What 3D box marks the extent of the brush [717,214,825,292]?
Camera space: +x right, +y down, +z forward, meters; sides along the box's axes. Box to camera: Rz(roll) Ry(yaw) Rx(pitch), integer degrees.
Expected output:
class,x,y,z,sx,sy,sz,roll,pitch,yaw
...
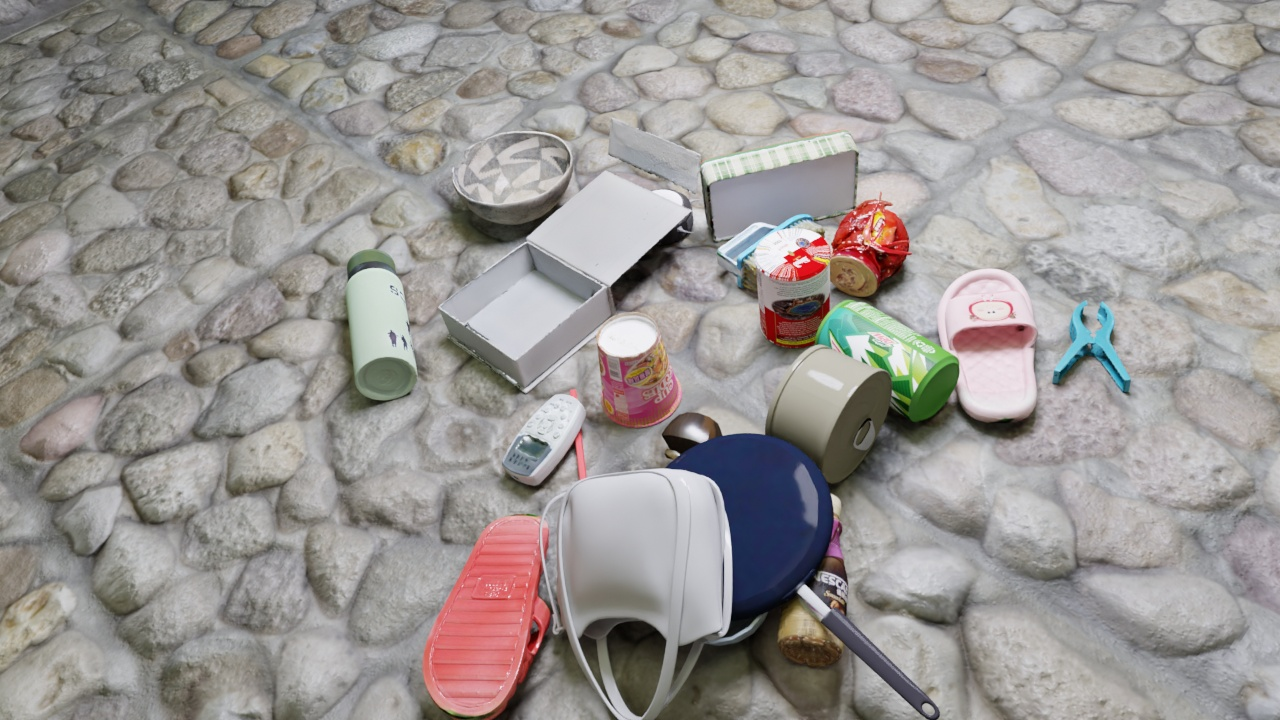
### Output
class,x,y,z,sx,sy,sz,roll,pitch,yaw
brush,0.172,-0.151,1.192,0.135,0.055,0.075,-36,56,-21

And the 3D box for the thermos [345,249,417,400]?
class,x,y,z,sx,sy,sz,roll,pitch,yaw
thermos,-0.346,-0.053,1.201,0.082,0.082,0.231,-18,48,-5

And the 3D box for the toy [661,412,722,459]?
class,x,y,z,sx,sy,sz,roll,pitch,yaw
toy,0.054,0.105,0.989,0.076,0.063,0.099,28,59,-13

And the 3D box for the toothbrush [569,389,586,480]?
class,x,y,z,sx,sy,sz,roll,pitch,yaw
toothbrush,-0.062,0.112,1.033,0.018,0.012,0.212,-12,47,1

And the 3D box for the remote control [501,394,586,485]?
class,x,y,z,sx,sy,sz,roll,pitch,yaw
remote control,-0.107,0.089,1.042,0.060,0.028,0.114,20,63,36

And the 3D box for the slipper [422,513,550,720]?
class,x,y,z,sx,sy,sz,roll,pitch,yaw
slipper,-0.140,0.251,0.893,0.103,0.059,0.248,-5,32,9

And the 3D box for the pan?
class,x,y,z,sx,sy,sz,roll,pitch,yaw
pan,0.131,0.192,0.834,0.198,0.021,0.356,-41,47,-9

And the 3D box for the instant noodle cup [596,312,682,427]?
class,x,y,z,sx,sy,sz,roll,pitch,yaw
instant noodle cup,-0.006,0.006,1.051,0.098,0.109,0.097,-5,48,6

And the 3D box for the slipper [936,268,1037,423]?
class,x,y,z,sx,sy,sz,roll,pitch,yaw
slipper,0.392,-0.022,1.031,0.107,0.056,0.221,0,50,14

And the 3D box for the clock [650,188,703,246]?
class,x,y,z,sx,sy,sz,roll,pitch,yaw
clock,0.022,-0.203,1.278,0.123,0.044,0.091,5,50,16

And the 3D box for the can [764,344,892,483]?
class,x,y,z,sx,sy,sz,roll,pitch,yaw
can,0.195,0.054,0.953,0.073,0.128,0.127,28,59,33

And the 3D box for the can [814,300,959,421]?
class,x,y,z,sx,sy,sz,roll,pitch,yaw
can,0.271,-0.002,1.016,0.083,0.083,0.144,-35,49,-20

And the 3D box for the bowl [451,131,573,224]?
class,x,y,z,sx,sy,sz,roll,pitch,yaw
bowl,-0.180,-0.254,1.341,0.178,0.081,0.178,-6,48,6

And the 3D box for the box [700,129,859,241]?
class,x,y,z,sx,sy,sz,roll,pitch,yaw
box,0.185,-0.232,1.224,0.205,0.118,0.050,-13,52,2

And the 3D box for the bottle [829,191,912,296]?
class,x,y,z,sx,sy,sz,roll,pitch,yaw
bottle,0.287,-0.145,1.136,0.099,0.099,0.111,21,60,27

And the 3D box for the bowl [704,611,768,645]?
class,x,y,z,sx,sy,sz,roll,pitch,yaw
bowl,0.079,0.225,0.875,0.106,0.039,0.106,-14,49,16

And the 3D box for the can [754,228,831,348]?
class,x,y,z,sx,sy,sz,roll,pitch,yaw
can,0.182,-0.085,1.088,0.087,0.116,0.086,-6,48,6

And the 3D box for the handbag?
class,x,y,z,sx,sy,sz,roll,pitch,yaw
handbag,-0.008,0.217,0.846,0.216,0.095,0.222,-11,71,40

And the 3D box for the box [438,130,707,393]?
class,x,y,z,sx,sy,sz,roll,pitch,yaw
box,-0.081,-0.134,1.201,0.166,0.098,0.367,32,68,33

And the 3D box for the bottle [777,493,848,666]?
class,x,y,z,sx,sy,sz,roll,pitch,yaw
bottle,0.168,0.202,0.871,0.060,0.060,0.165,4,49,15

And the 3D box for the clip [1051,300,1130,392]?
class,x,y,z,sx,sy,sz,roll,pitch,yaw
clip,0.495,-0.020,1.028,0.102,0.027,0.119,11,52,18
